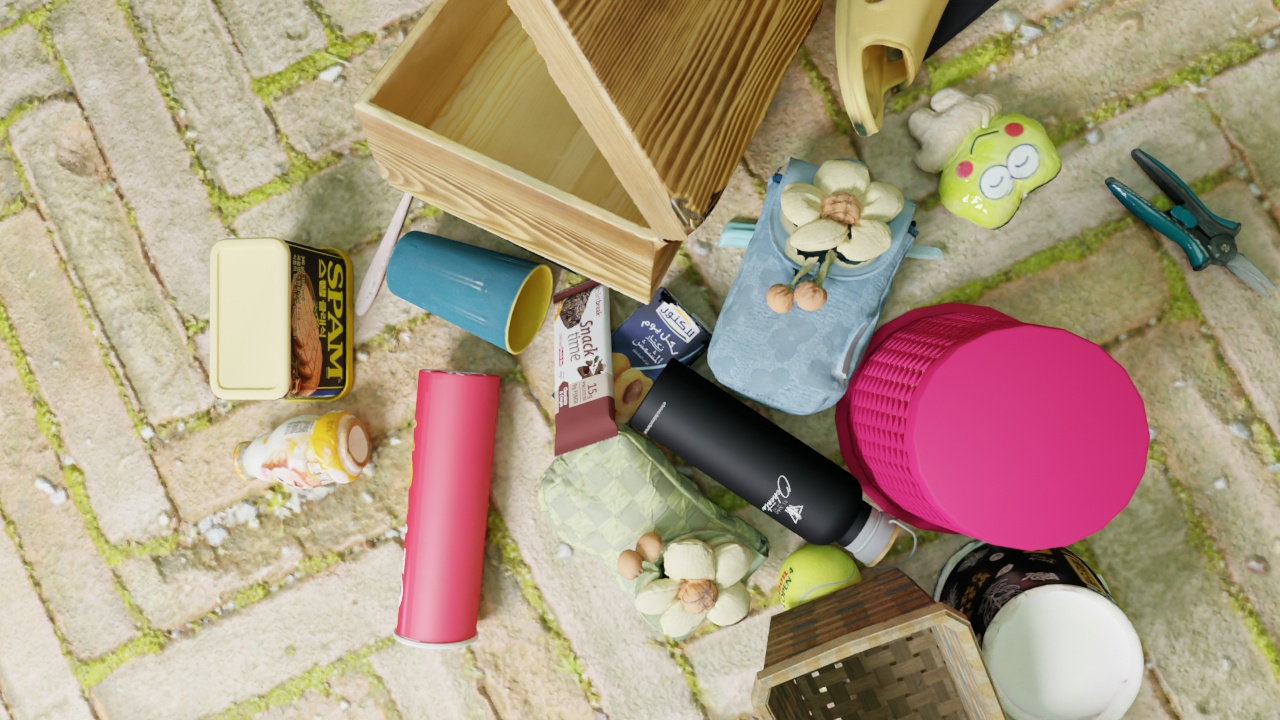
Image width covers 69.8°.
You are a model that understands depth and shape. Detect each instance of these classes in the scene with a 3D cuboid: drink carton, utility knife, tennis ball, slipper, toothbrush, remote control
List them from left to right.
[{"bbox_3d":[-0.213,-0.123,0.798,0.016,0.018,0.181,24,94,9],"label":"toothbrush"},{"bbox_3d":[-0.004,0.004,0.753,0.130,0.040,0.064,-45,84,6],"label":"drink carton"},{"bbox_3d":[0.140,0.176,0.716,0.065,0.065,0.065,0,89,9],"label":"tennis ball"},{"bbox_3d":[0.153,-0.094,0.741,0.179,0.015,0.022,7,91,11],"label":"utility knife"},{"bbox_3d":[0.194,-0.291,0.685,0.078,0.099,0.263,2,79,20],"label":"slipper"},{"bbox_3d":[0.263,-0.289,0.726,0.136,0.015,0.032,-38,84,7],"label":"remote control"}]

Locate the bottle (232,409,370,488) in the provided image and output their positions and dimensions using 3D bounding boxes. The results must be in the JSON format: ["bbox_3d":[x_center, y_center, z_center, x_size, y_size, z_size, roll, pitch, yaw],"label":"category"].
[{"bbox_3d":[-0.291,0.079,0.785,0.108,0.063,0.063,-10,88,9],"label":"bottle"}]

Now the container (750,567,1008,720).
[{"bbox_3d":[0.184,0.287,0.617,0.158,0.186,0.250,-24,106,8],"label":"container"}]

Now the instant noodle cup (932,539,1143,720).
[{"bbox_3d":[0.293,0.202,0.668,0.137,0.112,0.137,0,90,8],"label":"instant noodle cup"}]

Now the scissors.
[{"bbox_3d":[0.414,-0.099,0.698,0.140,0.019,0.128,0,83,2],"label":"scissors"}]

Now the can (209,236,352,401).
[{"bbox_3d":[-0.299,-0.032,0.766,0.075,0.104,0.135,0,89,9],"label":"can"}]

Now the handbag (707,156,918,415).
[{"bbox_3d":[0.125,-0.055,0.685,0.122,0.118,0.192,24,92,5],"label":"handbag"}]

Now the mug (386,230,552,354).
[{"bbox_3d":[-0.144,-0.062,0.761,0.121,0.078,0.078,21,92,14],"label":"mug"}]

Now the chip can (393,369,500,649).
[{"bbox_3d":[-0.160,0.119,0.762,0.069,0.069,0.220,5,90,9],"label":"chip can"}]

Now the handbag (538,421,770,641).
[{"bbox_3d":[0.007,0.138,0.703,0.186,0.117,0.113,41,98,-9],"label":"handbag"}]

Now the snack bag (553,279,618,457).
[{"bbox_3d":[-0.046,0.000,0.728,0.057,0.013,0.157,-19,52,20],"label":"snack bag"}]

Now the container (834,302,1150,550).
[{"bbox_3d":[0.233,0.044,0.621,0.183,0.225,0.183,0,89,9],"label":"container"}]

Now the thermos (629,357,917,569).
[{"bbox_3d":[0.104,0.086,0.693,0.231,0.061,0.061,33,94,3],"label":"thermos"}]

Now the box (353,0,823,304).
[{"bbox_3d":[-0.002,-0.241,0.581,0.282,0.316,0.278,26,67,6],"label":"box"}]

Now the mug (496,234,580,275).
[{"bbox_3d":[-0.066,-0.141,0.749,0.094,0.085,0.121,26,66,8],"label":"mug"}]

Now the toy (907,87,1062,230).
[{"bbox_3d":[0.260,-0.162,0.712,0.092,0.046,0.115,-44,76,9],"label":"toy"}]
